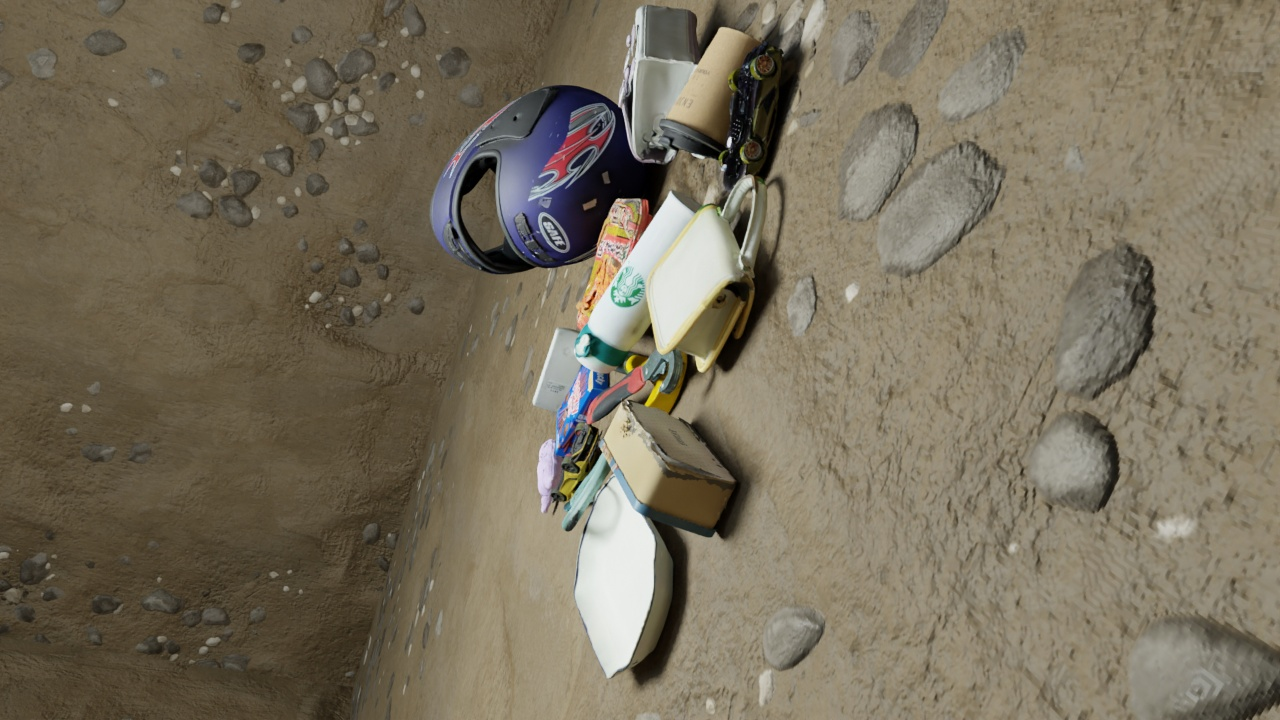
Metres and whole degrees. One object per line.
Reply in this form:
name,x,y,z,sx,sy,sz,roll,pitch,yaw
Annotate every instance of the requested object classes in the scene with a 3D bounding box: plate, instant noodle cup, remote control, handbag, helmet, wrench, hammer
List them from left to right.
helmet,-0.131,-0.247,1.324,0.315,0.247,0.240,-47,40,-13
remote control,-0.125,0.015,1.448,0.019,0.056,0.135,-124,50,-68
plate,-0.018,0.226,0.984,0.266,0.034,0.162,-140,67,-71
instant noodle cup,-0.018,-0.112,1.189,0.164,0.079,0.189,-144,71,-72
wrench,-0.013,0.033,1.051,0.274,0.016,0.056,149,134,-64
hammer,-0.007,0.007,1.136,0.301,0.033,0.129,-164,90,-72
handbag,0.024,-0.362,1.197,0.196,0.098,0.145,-87,2,-52
handbag,0.081,-0.095,0.920,0.179,0.063,0.163,-54,25,27

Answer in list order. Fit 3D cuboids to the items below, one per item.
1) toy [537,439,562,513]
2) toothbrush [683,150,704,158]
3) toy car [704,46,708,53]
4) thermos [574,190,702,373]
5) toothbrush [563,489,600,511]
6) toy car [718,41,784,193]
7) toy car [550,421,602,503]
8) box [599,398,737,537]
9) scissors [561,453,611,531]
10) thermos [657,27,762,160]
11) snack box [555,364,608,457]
toy,-0.137,0.168,1.389,0.107,0.039,0.084,-99,20,-49
toothbrush,0.057,-0.281,1.202,0.187,0.017,0.016,-125,51,-68
toy car,0.089,-0.333,1.119,0.054,0.037,0.121,-91,13,-51
thermos,0.000,-0.084,1.053,0.225,0.073,0.073,-55,24,20
toothbrush,-0.063,0.182,1.195,0.192,0.018,0.016,-32,40,62
toy car,0.115,-0.251,0.958,0.070,0.042,0.158,-161,80,-72
toy car,-0.086,0.141,1.237,0.156,0.041,0.071,116,176,-51
box,0.024,0.100,0.871,0.062,0.089,0.184,-64,18,12
scissors,-0.049,0.138,1.110,0.178,0.019,0.169,-54,4,30
thermos,0.084,-0.291,1.024,0.143,0.093,0.093,-65,19,7
snack box,-0.087,0.063,1.341,0.084,0.026,0.158,-93,25,-45
